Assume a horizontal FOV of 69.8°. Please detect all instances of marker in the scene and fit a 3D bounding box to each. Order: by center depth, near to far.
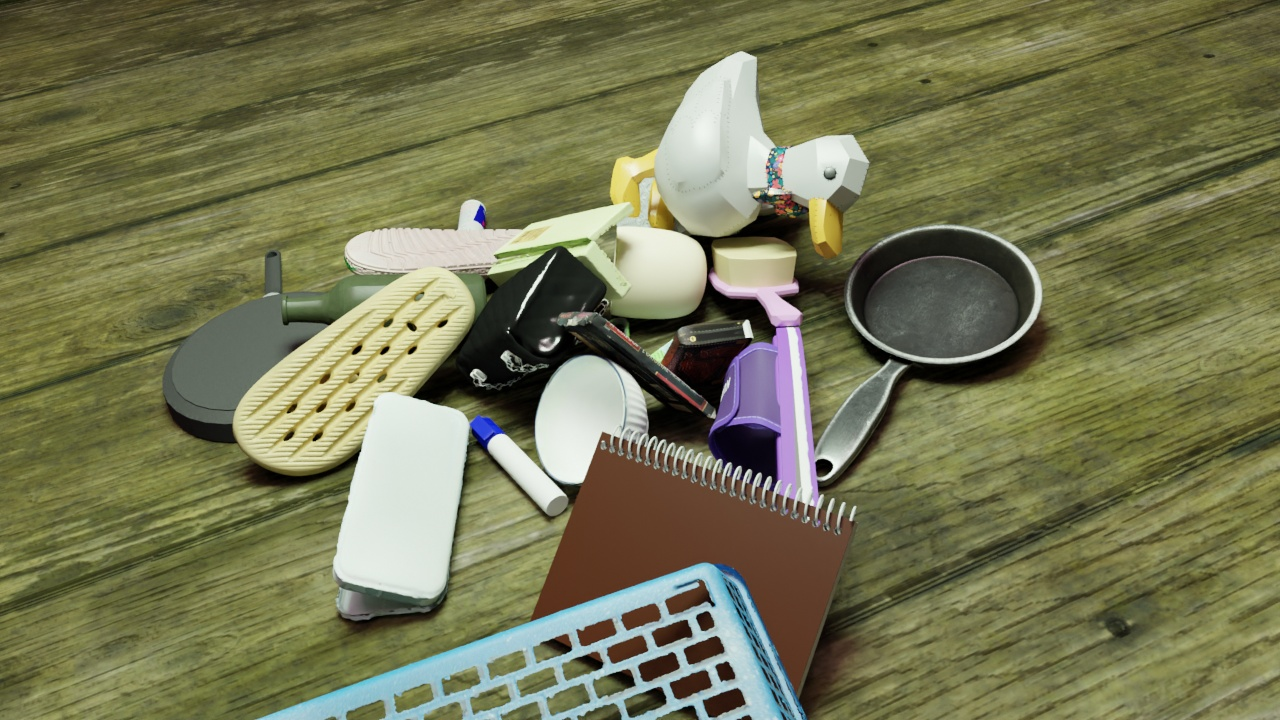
[{"bbox_3d":[-0.113,0.095,0.840,0.023,0.027,0.133,-45,49,-9],"label":"marker"}]

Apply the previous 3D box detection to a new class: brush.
[{"bbox_3d":[0.125,-0.085,0.941,0.089,0.043,0.228,-3,18,-4],"label":"brush"}]

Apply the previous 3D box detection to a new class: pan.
[{"bbox_3d":[0.255,-0.007,0.887,0.187,0.055,0.355,22,61,30],"label":"pan"},{"bbox_3d":[-0.422,-0.041,1.046,0.225,0.034,0.356,-15,42,-10],"label":"pan"}]

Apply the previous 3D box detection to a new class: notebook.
[{"bbox_3d":[0.035,0.155,0.678,0.209,0.022,0.171,17,82,26],"label":"notebook"}]

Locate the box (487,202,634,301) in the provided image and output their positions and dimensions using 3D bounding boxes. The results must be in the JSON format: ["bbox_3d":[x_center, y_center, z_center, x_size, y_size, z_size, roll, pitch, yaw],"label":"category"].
[{"bbox_3d":[-0.077,-0.100,0.970,0.091,0.083,0.188,-39,23,-31],"label":"box"}]

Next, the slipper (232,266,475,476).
[{"bbox_3d":[-0.274,0.012,0.910,0.261,0.079,0.111,-43,94,-13],"label":"slipper"}]

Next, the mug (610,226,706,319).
[{"bbox_3d":[0.021,-0.098,0.997,0.100,0.096,0.120,4,26,-3],"label":"mug"}]

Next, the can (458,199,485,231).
[{"bbox_3d":[-0.214,-0.166,1.159,0.032,0.032,0.095,-7,40,0],"label":"can"}]

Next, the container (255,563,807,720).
[{"bbox_3d":[-0.064,0.268,0.528,0.362,0.089,0.257,-18,55,-8],"label":"container"}]

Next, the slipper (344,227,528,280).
[{"bbox_3d":[-0.220,-0.107,1.071,0.238,0.065,0.094,-7,39,-27],"label":"slipper"}]

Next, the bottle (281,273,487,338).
[{"bbox_3d":[-0.270,-0.056,0.974,0.206,0.072,0.071,-2,38,-16],"label":"bottle"}]

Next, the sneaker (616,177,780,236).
[{"bbox_3d":[0.087,-0.191,1.103,0.236,0.089,0.087,-8,-3,22],"label":"sneaker"}]

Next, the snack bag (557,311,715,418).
[{"bbox_3d":[-0.005,0.005,0.833,0.018,0.155,0.075,-57,26,-14],"label":"snack bag"}]

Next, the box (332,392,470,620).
[{"bbox_3d":[-0.202,0.114,0.793,0.122,0.083,0.215,-11,40,1],"label":"box"}]

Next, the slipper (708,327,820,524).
[{"bbox_3d":[0.099,0.073,0.778,0.084,0.107,0.265,-2,45,6],"label":"slipper"}]

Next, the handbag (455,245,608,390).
[{"bbox_3d":[-0.101,-0.022,0.908,0.154,0.114,0.124,-19,33,54],"label":"handbag"}]

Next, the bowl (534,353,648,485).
[{"bbox_3d":[-0.035,0.057,0.828,0.062,0.118,0.118,17,19,-44],"label":"bowl"}]

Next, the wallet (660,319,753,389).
[{"bbox_3d":[0.056,-0.003,0.855,0.072,0.123,0.019,-8,70,-12],"label":"wallet"}]

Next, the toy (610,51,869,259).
[{"bbox_3d":[0.105,-0.208,0.964,0.268,0.140,0.246,-10,77,31],"label":"toy"}]

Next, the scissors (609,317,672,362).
[{"bbox_3d":[-0.003,0.008,0.934,0.160,0.025,0.171,-3,44,-4],"label":"scissors"}]
